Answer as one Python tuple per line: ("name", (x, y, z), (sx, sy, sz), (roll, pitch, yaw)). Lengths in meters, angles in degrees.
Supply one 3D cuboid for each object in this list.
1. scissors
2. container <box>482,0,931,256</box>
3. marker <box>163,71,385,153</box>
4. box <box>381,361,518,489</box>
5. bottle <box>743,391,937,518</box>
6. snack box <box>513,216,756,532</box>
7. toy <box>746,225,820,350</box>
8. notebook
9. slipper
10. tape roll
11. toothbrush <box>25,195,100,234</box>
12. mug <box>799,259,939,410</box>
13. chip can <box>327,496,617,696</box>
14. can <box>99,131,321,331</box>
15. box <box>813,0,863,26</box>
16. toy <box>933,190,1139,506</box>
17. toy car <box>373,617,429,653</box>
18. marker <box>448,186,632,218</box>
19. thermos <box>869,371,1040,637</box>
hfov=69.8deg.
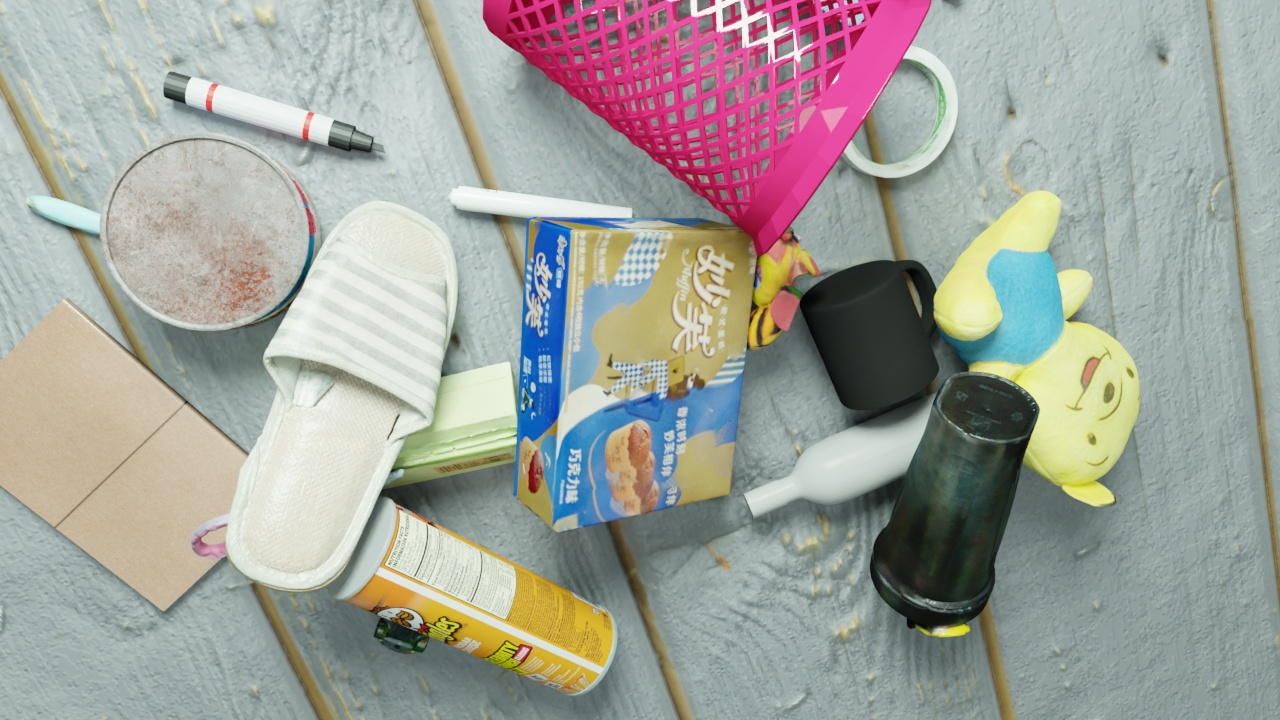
("scissors", (-0.236, 0.117, 0.672), (0.171, 0.013, 0.172), (-25, 141, 11))
("container", (0.031, -0.204, 0.575), (0.226, 0.183, 0.183), (32, 99, -2))
("marker", (-0.248, -0.167, 0.630), (0.145, 0.019, 0.019), (15, 103, -11))
("box", (-0.177, 0.061, 0.676), (0.188, 0.077, 0.090), (-10, 107, -3))
("bottle", (0.176, 0.079, 0.734), (0.195, 0.052, 0.052), (-23, 107, -1))
("snack box", (-0.004, 0.004, 0.651), (0.154, 0.069, 0.203), (-6, 108, -35))
("toy", (0.099, -0.054, 0.675), (0.046, 0.084, 0.104), (12, 115, -16))
("notebook", (-0.390, 0.076, 0.686), (0.141, 0.008, 0.209), (-42, 106, 5))
("slipper", (-0.195, 0.019, 0.611), (0.114, 0.054, 0.272), (21, 72, -23))
("tape roll", (0.187, -0.183, 0.680), (0.094, 0.018, 0.094), (-2, 106, -6))
("toothbrush", (-0.337, -0.081, 0.646), (0.180, 0.016, 0.016), (19, 99, -11))
("mug", (0.185, -0.029, 0.699), (0.113, 0.078, 0.088), (-35, 109, -25))
("chip can", (-0.118, 0.180, 0.683), (0.215, 0.075, 0.075), (36, 99, -32))
("can", (-0.288, -0.085, 0.622), (0.130, 0.044, 0.130), (-1, 94, -8))
("box", (0.130, -0.360, 0.599), (0.177, 0.047, 0.232), (30, 106, -6))
("toy", (0.306, -0.003, 0.704), (0.148, 0.084, 0.214), (-46, 107, -20))
("toy car", (-0.178, 0.192, 0.730), (0.042, 0.036, 0.091), (24, 101, -13))
("marker", (-0.072, -0.111, 0.667), (0.133, 0.020, 0.017), (6, 101, -9))
("thermos", (0.233, 0.114, 0.686), (0.098, 0.098, 0.221), (-4, 131, -6))
